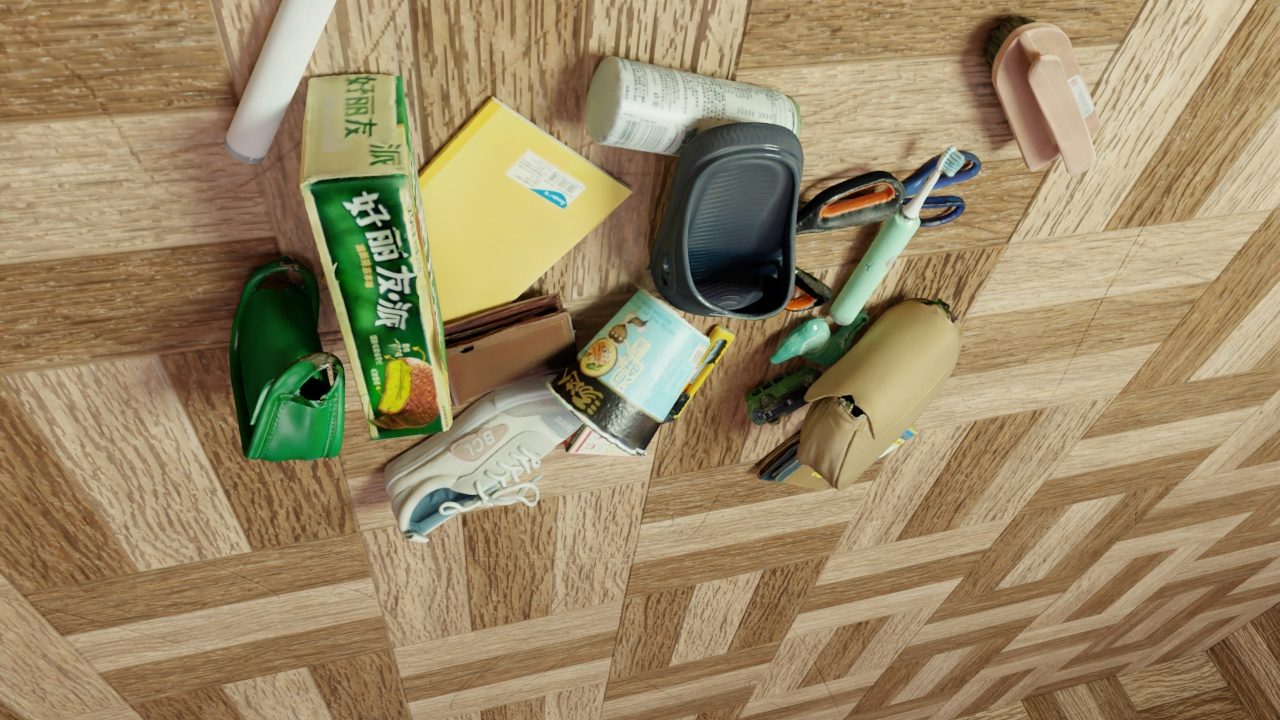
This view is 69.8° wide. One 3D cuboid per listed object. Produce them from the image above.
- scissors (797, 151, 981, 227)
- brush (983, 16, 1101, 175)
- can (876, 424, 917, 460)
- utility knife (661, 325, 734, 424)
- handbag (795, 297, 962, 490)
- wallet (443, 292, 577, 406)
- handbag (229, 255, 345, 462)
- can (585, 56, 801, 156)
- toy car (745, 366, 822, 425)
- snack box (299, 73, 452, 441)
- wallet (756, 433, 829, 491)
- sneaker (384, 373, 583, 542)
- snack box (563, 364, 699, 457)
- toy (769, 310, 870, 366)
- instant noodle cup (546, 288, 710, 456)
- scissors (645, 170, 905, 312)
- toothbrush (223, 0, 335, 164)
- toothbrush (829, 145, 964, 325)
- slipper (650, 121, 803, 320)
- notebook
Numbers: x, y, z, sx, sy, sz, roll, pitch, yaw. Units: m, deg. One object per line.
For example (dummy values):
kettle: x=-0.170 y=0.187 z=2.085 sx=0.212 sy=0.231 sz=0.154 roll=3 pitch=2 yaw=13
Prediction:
scissors: x=0.217 y=-0.146 z=0.796 sx=0.170 sy=0.012 sz=0.141 roll=10 pitch=137 yaw=-32
brush: x=0.314 y=-0.205 z=0.710 sx=0.063 sy=0.073 sz=0.145 roll=-32 pitch=140 yaw=19
can: x=0.262 y=0.078 z=1.071 sx=0.083 sy=0.057 sz=0.102 roll=-39 pitch=140 yaw=22
utility knife: x=0.052 y=0.018 z=0.932 sx=0.033 sy=0.015 sz=0.154 roll=2 pitch=139 yaw=-30
handbag: x=0.235 y=0.027 z=0.921 sx=0.204 sy=0.100 sz=0.148 roll=-41 pitch=155 yaw=-24
wallet: x=-0.117 y=-0.007 z=0.802 sx=0.124 sy=0.032 sz=0.101 roll=-19 pitch=153 yaw=-6
handbag: x=-0.259 y=0.004 z=0.682 sx=0.067 sy=0.131 sz=0.120 roll=2 pitch=136 yaw=-33
can: x=0.038 y=-0.171 z=0.644 sx=0.146 sy=0.058 sz=0.058 roll=2 pitch=139 yaw=-27
toy car: x=0.156 y=0.036 z=0.984 sx=0.091 sy=0.036 sz=0.043 roll=-27 pitch=142 yaw=7
snack box: x=-0.176 y=-0.061 z=0.630 sx=0.063 sy=0.114 sz=0.241 roll=-7 pitch=138 yaw=-9
wallet: x=0.210 y=0.128 z=1.135 sx=0.115 sy=0.033 sz=0.090 roll=16 pitch=131 yaw=-43
sneaker: x=-0.144 y=0.099 z=0.889 sx=0.242 sy=0.090 sz=0.089 roll=-30 pitch=144 yaw=13
snack box: x=-0.012 y=0.043 z=0.927 sx=0.077 sy=0.027 sz=0.156 roll=7 pitch=137 yaw=-31
toy: x=0.186 y=-0.021 z=0.932 sx=0.097 sy=0.030 sz=0.091 roll=-45 pitch=142 yaw=20
instant noodle cup: x=-0.005 y=0.005 z=0.806 sx=0.120 sy=0.111 sz=0.111 roll=-53 pitch=137 yaw=5
scissors: x=0.122 y=-0.101 z=0.794 sx=0.221 sy=0.021 sz=0.234 roll=-26 pitch=145 yaw=19
toothbrush: x=-0.193 y=-0.203 z=0.528 sx=0.222 sy=0.027 sz=0.026 roll=-48 pitch=174 yaw=33
toothbrush: x=0.224 y=-0.107 z=0.819 sx=0.026 sy=0.027 sz=0.225 roll=-27 pitch=156 yaw=-30
slipper: x=0.066 y=-0.076 z=0.706 sx=0.110 sy=0.083 sz=0.268 roll=-4 pitch=159 yaw=-2
notebook: x=-0.126 y=-0.096 z=0.709 sx=0.207 sy=0.010 sz=0.145 roll=-39 pitch=139 yaw=25
